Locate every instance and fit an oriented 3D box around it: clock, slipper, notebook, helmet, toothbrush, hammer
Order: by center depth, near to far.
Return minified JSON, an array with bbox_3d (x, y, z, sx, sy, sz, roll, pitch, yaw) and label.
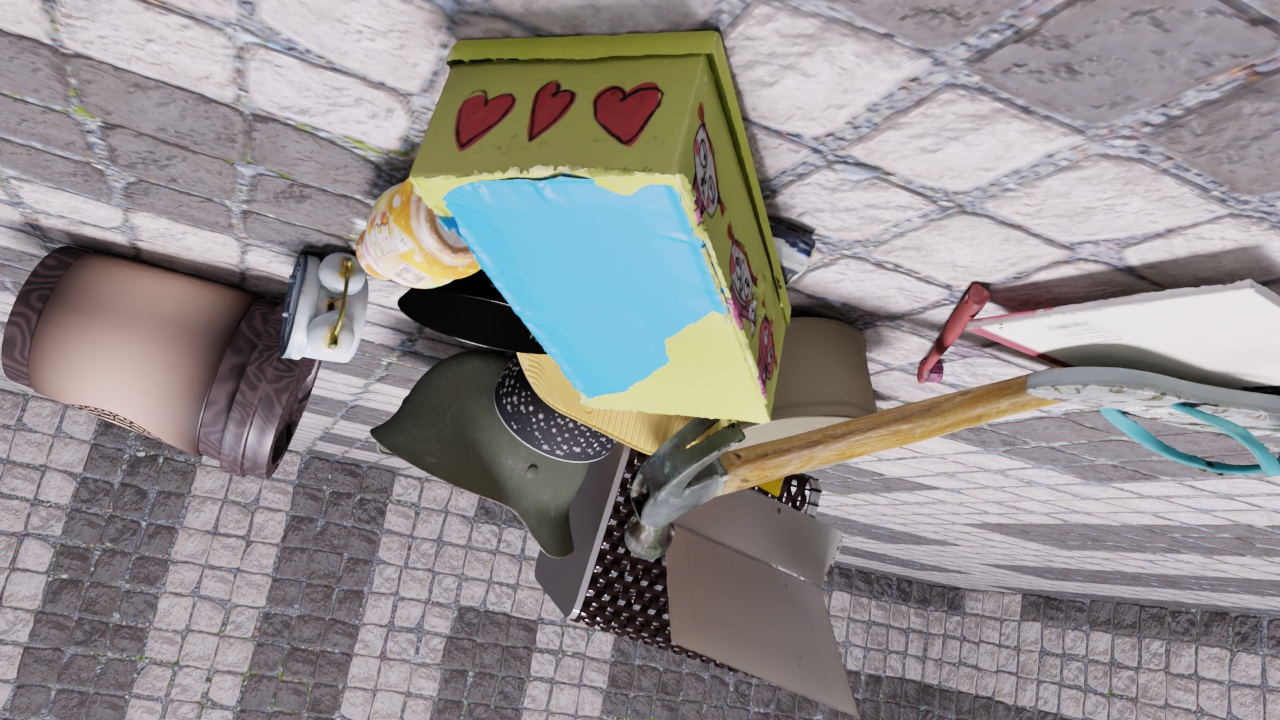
[{"bbox_3d":[0.321,-0.007,0.550,0.208,0.012,0.153,15,166,-36],"label":"notebook"},{"bbox_3d":[0.151,0.047,0.598,0.330,0.033,0.132,-13,144,-18],"label":"hammer"},{"bbox_3d":[0.370,0.046,0.622,0.268,0.054,0.098,10,172,-21],"label":"slipper"},{"bbox_3d":[0.212,-0.013,0.624,0.016,0.016,0.190,4,165,8],"label":"toothbrush"},{"bbox_3d":[-0.004,0.004,0.667,0.078,0.099,0.264,-26,-159,-29],"label":"slipper"},{"bbox_3d":[-0.244,-0.040,0.708,0.057,0.083,0.118,12,171,-28],"label":"clock"},{"bbox_3d":[-0.142,0.074,0.915,0.227,0.154,0.267,25,179,24],"label":"helmet"}]

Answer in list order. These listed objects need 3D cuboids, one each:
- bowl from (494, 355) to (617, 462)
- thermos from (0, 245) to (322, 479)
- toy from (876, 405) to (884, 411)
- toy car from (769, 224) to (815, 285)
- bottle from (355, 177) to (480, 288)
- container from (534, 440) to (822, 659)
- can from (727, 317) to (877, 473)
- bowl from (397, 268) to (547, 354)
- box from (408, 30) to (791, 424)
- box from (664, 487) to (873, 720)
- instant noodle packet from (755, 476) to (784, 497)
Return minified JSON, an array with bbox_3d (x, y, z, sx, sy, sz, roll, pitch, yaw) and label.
[{"bbox_3d":[-0.062,0.024,0.813,0.120,0.120,0.067,16,125,-21],"label":"bowl"},{"bbox_3d":[-0.420,-0.004,0.828,0.226,0.172,0.173,20,164,-12],"label":"thermos"},{"bbox_3d":[0.167,0.046,0.831,0.117,0.043,0.092,13,165,-18],"label":"toy"},{"bbox_3d":[0.064,-0.052,0.543,0.048,0.033,0.106,12,167,-12],"label":"toy car"},{"bbox_3d":[-0.130,-0.073,0.535,0.063,0.063,0.109,21,163,-36],"label":"bottle"},{"bbox_3d":[0.033,0.217,1.141,0.243,0.247,0.246,19,176,-17],"label":"container"},{"bbox_3d":[0.107,0.030,0.673,0.128,0.073,0.128,-4,155,-2],"label":"can"},{"bbox_3d":[-0.098,-0.048,0.628,0.124,0.052,0.124,10,166,2],"label":"bowl"},{"bbox_3d":[-0.003,-0.052,0.442,0.124,0.079,0.221,3,152,21],"label":"box"},{"bbox_3d":[0.100,0.180,0.784,0.166,0.108,0.418,25,-171,-10],"label":"box"},{"bbox_3d":[0.033,0.060,0.945,0.222,0.084,0.163,13,170,41],"label":"instant noodle packet"}]
